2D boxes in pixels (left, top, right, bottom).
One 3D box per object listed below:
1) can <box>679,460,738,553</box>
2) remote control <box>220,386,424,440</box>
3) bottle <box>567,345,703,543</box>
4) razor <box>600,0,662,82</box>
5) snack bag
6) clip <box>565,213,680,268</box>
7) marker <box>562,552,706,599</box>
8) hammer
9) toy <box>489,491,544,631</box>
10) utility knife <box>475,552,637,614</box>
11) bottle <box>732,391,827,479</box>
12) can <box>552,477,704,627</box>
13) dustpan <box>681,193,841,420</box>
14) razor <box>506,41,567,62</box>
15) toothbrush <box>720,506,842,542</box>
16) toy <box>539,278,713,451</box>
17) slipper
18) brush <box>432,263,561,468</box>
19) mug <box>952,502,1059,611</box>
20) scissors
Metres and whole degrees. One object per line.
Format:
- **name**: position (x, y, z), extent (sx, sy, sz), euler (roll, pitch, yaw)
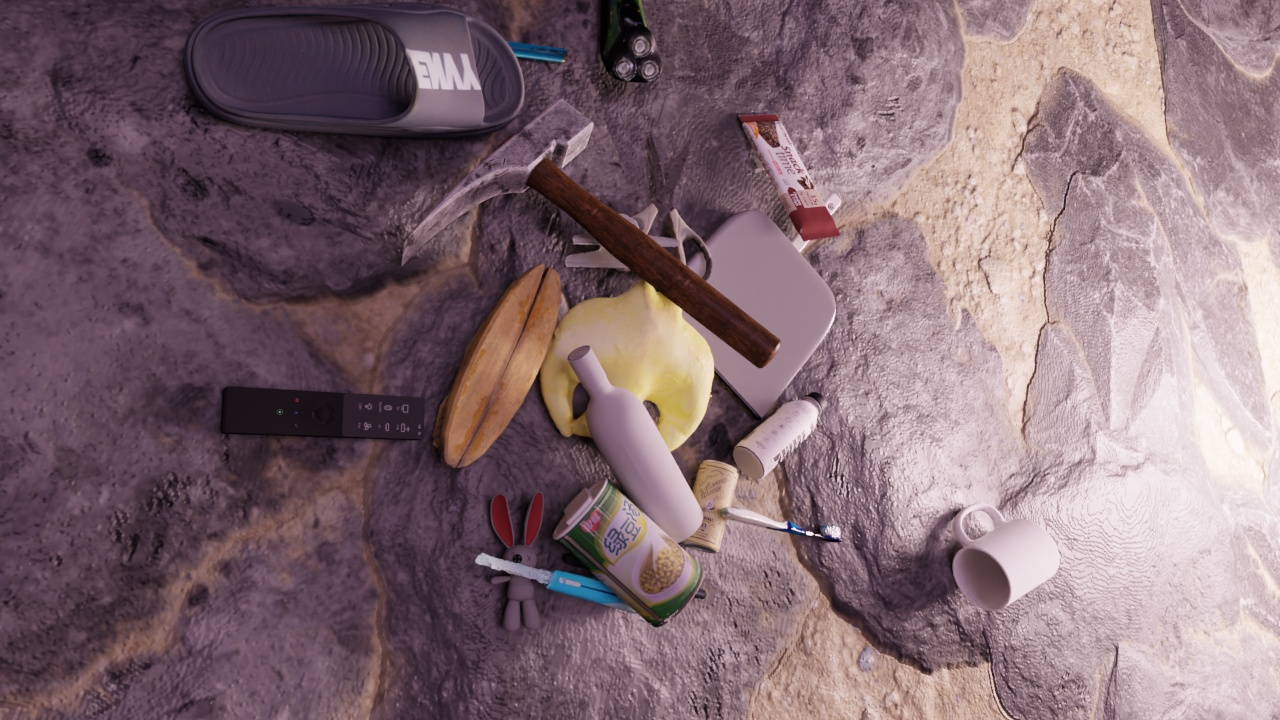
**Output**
- **can**: position (0.064, 0.136, 0.856), extent (0.038, 0.038, 0.079), euler (26, 69, -24)
- **remote control**: position (-0.241, 0.042, 0.708), extent (0.149, 0.013, 0.034), euler (5, 79, -30)
- **bottle**: position (-0.008, 0.071, 0.786), extent (0.052, 0.053, 0.195), euler (-44, 120, -29)
- **razor**: position (-0.012, -0.334, 0.882), extent (0.054, 0.067, 0.151), euler (0, 73, -19)
- **snack bag**: position (0.157, -0.195, 0.962), extent (0.056, 0.013, 0.158), euler (-11, 70, -35)
- **clip**: position (-0.017, -0.110, 0.844), extent (0.102, 0.058, 0.052), euler (0, 100, -16)
- **marker**: position (-0.003, 0.194, 0.823), extent (0.152, 0.011, 0.011), euler (21, 71, -26)
- **hammer**: position (-0.025, -0.071, 0.776), extent (0.300, 0.037, 0.217), euler (39, 59, 4)
- **toy**: position (-0.100, 0.166, 0.759), extent (0.049, 0.030, 0.111), euler (0, 80, -19)
- **utility knife**: position (-0.066, 0.186, 0.762), extent (0.178, 0.015, 0.022), euler (25, 60, -39)
- **bottle**: position (0.143, 0.070, 0.914), extent (0.115, 0.041, 0.041), euler (-36, 100, -30)
- **can**: position (-0.011, 0.162, 0.779), extent (0.121, 0.067, 0.067), euler (43, 62, -6)
- **dustpan**: position (0.138, -0.087, 0.948), extent (0.163, 0.033, 0.257), euler (46, 71, -15)
- **razor**: position (-0.130, -0.283, 0.828), extent (0.143, 0.022, 0.042), euler (-5, 102, -36)
- **toothbrush**: position (0.140, 0.158, 0.889), extent (0.188, 0.016, 0.017), euler (20, 61, -41)
- **toy**: position (-0.005, 0.005, 0.824), extent (0.170, 0.065, 0.155), euler (17, 91, -23)
- **slipper**: position (-0.211, -0.235, 0.723), extent (0.267, 0.083, 0.111), euler (-7, 99, -28)
- **brush**: position (-0.119, 0.004, 0.769), extent (0.059, 0.043, 0.195), euler (33, 65, -23)
- **mug**: position (0.397, 0.212, 1.028), extent (0.090, 0.074, 0.110), euler (-17, 64, -32)
- **scissors**: position (0.023, -0.139, 0.887), extent (0.157, 0.013, 0.166), euler (-40, 90, -23)
